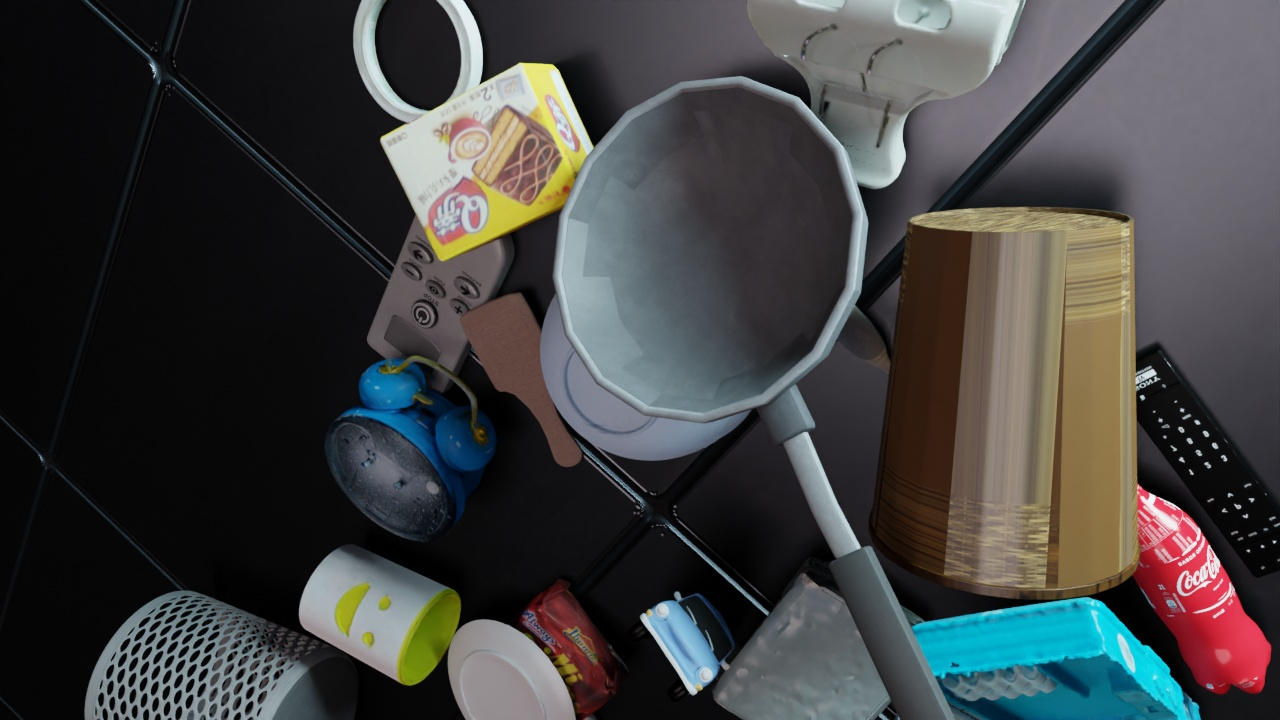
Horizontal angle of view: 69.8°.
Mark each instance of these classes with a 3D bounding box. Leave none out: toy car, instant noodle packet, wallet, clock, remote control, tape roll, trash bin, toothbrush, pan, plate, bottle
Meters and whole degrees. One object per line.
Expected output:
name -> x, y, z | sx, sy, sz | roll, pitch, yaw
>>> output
toy car -> 0.032, 0.186, 0.611 | 0.054, 0.153, 0.056 | -35, 74, -4
instant noodle packet -> -0.075, 0.247, 0.736 | 0.098, 0.039, 0.136 | 52, 125, 14
wallet -> 0.121, 0.202, 0.619 | 0.100, 0.054, 0.132 | 32, 120, 0
clock -> -0.166, 0.063, 0.679 | 0.117, 0.060, 0.162 | 37, 131, 4
remote control -> 0.303, 0.056, 0.489 | 0.030, 0.009, 0.140 | -36, 93, 33
tape roll -> -0.144, -0.200, 0.591 | 0.093, 0.013, 0.093 | 10, 116, 21
trash bin -> -0.379, 0.315, 0.852 | 0.183, 0.156, 0.157 | 11, 116, 18
toothbrush -> 0.120, -0.024, 0.538 | 0.185, 0.022, 0.024 | 46, 159, -1
remote control -> -0.145, -0.047, 0.655 | 0.074, 0.019, 0.151 | 37, 123, 7
pan -> 0.070, 0.022, 0.457 | 0.179, 0.041, 0.357 | -33, 69, 26
plate -> -0.108, 0.271, 0.733 | 0.135, 0.011, 0.135 | 11, 111, 31
bottle -> 0.295, 0.118, 0.502 | 0.042, 0.041, 0.141 | -30, 97, 33

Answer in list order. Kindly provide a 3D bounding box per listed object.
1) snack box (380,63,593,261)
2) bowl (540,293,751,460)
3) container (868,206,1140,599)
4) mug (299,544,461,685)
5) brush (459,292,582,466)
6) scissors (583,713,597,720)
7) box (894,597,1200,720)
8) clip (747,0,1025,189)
snack box -> -0.088, -0.120, 0.560 | 0.106, 0.061, 0.083 | -21, 101, 20
bowl -> -0.003, 0.003, 0.577 | 0.151, 0.074, 0.151 | 10, 116, 21
container -> 0.184, 0.012, 0.462 | 0.132, 0.132, 0.167 | 4, 107, 24
mug -> -0.217, 0.211, 0.768 | 0.106, 0.082, 0.083 | 20, 119, 18
brush -> -0.076, 0.017, 0.652 | 0.050, 0.015, 0.136 | -22, 109, 12
scissors -> -0.085, 0.302, 0.785 | 0.128, 0.013, 0.065 | 29, 118, 14
box -> 0.205, 0.204, 0.494 | 0.172, 0.084, 0.227 | -45, 132, 9
clip -> 0.112, -0.157, 0.449 | 0.126, 0.104, 0.152 | 21, 109, 19
